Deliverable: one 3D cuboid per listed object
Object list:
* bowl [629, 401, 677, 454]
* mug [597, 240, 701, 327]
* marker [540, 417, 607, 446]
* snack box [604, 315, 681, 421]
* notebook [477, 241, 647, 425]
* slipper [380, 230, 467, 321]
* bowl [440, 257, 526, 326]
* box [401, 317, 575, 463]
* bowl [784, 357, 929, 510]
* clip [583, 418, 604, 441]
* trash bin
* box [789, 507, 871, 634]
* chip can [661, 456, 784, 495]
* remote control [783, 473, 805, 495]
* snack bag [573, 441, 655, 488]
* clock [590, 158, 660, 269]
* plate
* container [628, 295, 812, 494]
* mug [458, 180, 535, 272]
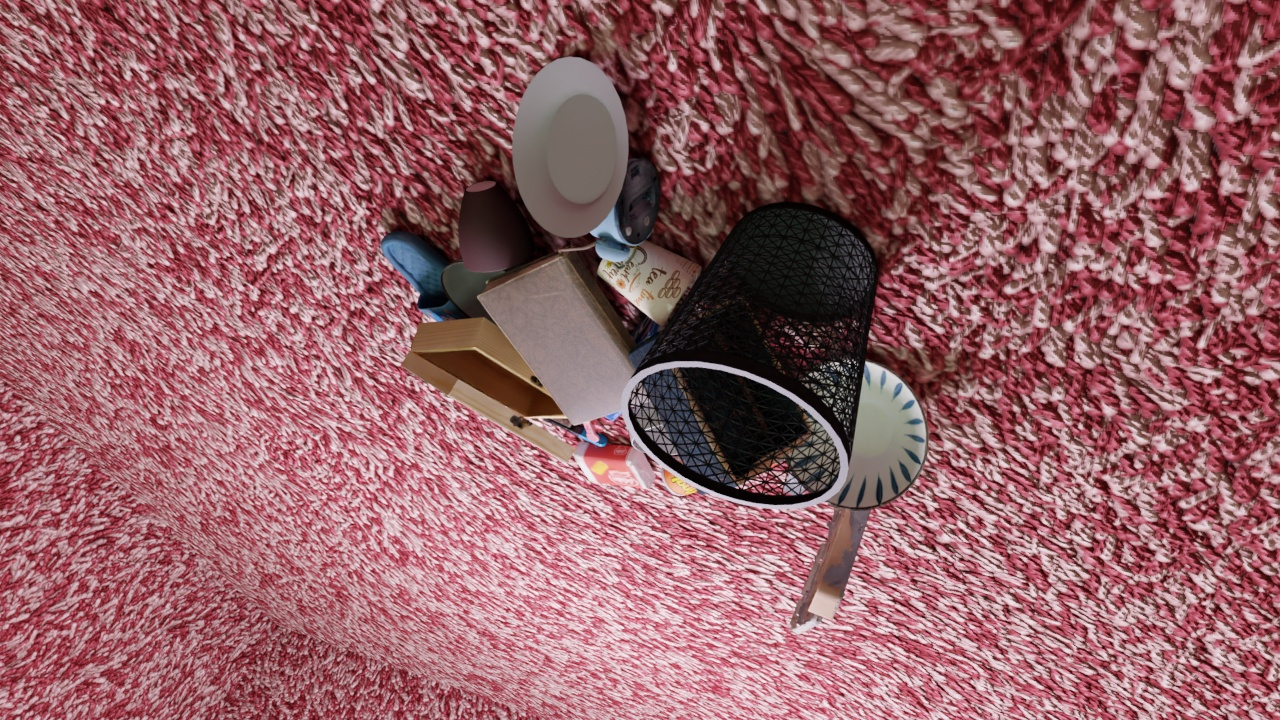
[{"bbox_3d":[0.050,0.074,1.221,0.132,0.064,0.132,-4,156,-2],"label":"bowl"},{"bbox_3d":[0.007,-0.094,1.057,0.097,0.081,0.122,32,173,4],"label":"mug"},{"bbox_3d":[-0.109,0.103,1.423,0.123,0.018,0.015,25,144,4],"label":"marker"},{"bbox_3d":[-0.007,0.007,1.195,0.059,0.059,0.227,30,147,-10],"label":"snack box"},{"bbox_3d":[-0.068,-0.031,1.080,0.191,0.034,0.215,-18,116,36],"label":"notebook"},{"bbox_3d":[-0.273,-0.088,1.246,0.104,0.059,0.214,-13,128,46],"label":"slipper"},{"bbox_3d":[-0.176,-0.095,1.171,0.151,0.056,0.151,17,147,11],"label":"bowl"},{"bbox_3d":[-0.197,0.048,1.261,0.141,0.122,0.249,-6,152,33],"label":"box"},{"bbox_3d":[0.259,0.083,1.082,0.178,0.177,0.070,1,-177,32],"label":"bowl"},{"bbox_3d":[-0.071,0.093,1.390,0.022,0.038,0.059,11,144,28],"label":"clip"},{"bbox_3d":[0.127,-0.016,0.910,0.217,0.242,0.217,18,145,13],"label":"trash bin"},{"bbox_3d":[0.253,0.241,1.192,0.058,0.215,0.154,23,144,9],"label":"box"},{"bbox_3d":[0.114,0.138,1.283,0.062,0.062,0.211,38,144,-17],"label":"chip can"},{"bbox_3d":[0.228,0.156,1.278,0.039,0.010,0.125,23,146,5],"label":"remote control"},{"bbox_3d":[-0.041,0.164,1.443,0.116,0.036,0.077,3,139,31],"label":"snack bag"},{"bbox_3d":[-0.019,-0.154,0.959,0.052,0.088,0.125,12,128,28],"label":"clock"},{"bbox_3d":[-0.067,-0.210,0.910,0.173,0.019,0.173,10,105,44],"label":"plate"},{"bbox_3d":[0.091,0.038,1.038,0.071,0.145,0.187,-28,89,53],"label":"container"},{"bbox_3d":[-0.182,-0.165,1.079,0.114,0.087,0.088,30,139,51],"label":"mug"}]
